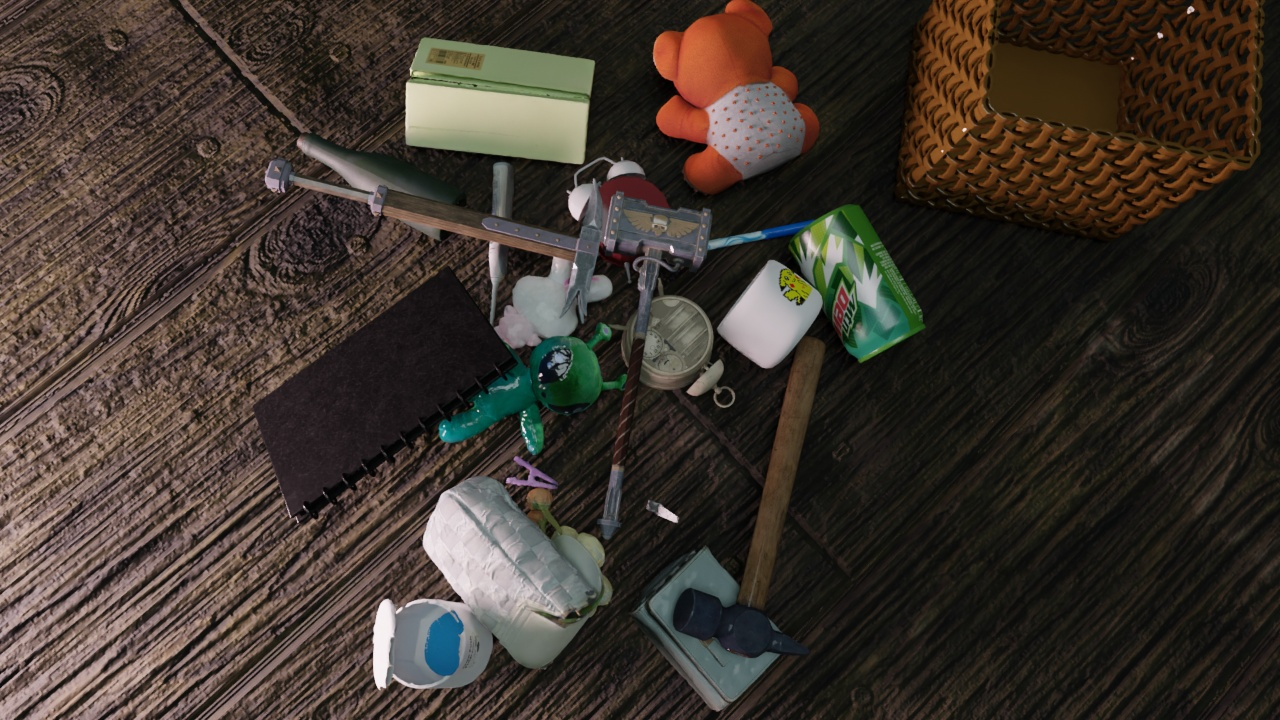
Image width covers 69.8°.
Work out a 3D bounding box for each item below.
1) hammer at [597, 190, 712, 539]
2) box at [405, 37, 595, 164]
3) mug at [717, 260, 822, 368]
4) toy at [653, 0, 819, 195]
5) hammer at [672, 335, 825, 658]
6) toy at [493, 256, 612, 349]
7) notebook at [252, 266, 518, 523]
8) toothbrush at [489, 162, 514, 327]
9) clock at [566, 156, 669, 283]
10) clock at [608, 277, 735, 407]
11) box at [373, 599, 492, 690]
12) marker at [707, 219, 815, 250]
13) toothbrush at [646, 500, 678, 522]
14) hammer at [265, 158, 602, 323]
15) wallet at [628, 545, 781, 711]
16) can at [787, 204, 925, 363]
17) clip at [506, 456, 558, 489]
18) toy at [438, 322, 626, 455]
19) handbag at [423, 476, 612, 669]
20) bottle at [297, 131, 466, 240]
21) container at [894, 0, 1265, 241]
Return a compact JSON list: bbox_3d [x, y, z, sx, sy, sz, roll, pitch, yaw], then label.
[{"bbox_3d":[-0.005,0.004,0.857,0.098,0.044,0.321,10,77,-4],"label":"hammer"},{"bbox_3d":[-0.143,-0.272,0.944,0.188,0.061,0.133,8,77,-3],"label":"box"},{"bbox_3d":[0.133,-0.050,0.912,0.068,0.095,0.115,37,41,1],"label":"mug"},{"bbox_3d":[0.095,-0.274,0.953,0.163,0.093,0.172,-25,95,-7],"label":"toy"},{"bbox_3d":[0.133,0.121,0.882,0.129,0.040,0.321,23,68,-15],"label":"hammer"},{"bbox_3d":[-0.093,-0.056,0.916,0.076,0.037,0.125,45,81,0],"label":"toy"},{"bbox_3d":[-0.237,0.026,0.838,0.231,0.019,0.169,-37,48,-5],"label":"notebook"},{"bbox_3d":[-0.144,-0.110,0.929,0.024,0.022,0.185,12,76,-40],"label":"toothbrush"},{"bbox_3d":[-0.019,-0.150,0.936,0.087,0.044,0.124,-33,84,-10],"label":"clock"},{"bbox_3d":[0.041,-0.008,0.910,0.093,0.055,0.141,-43,84,-11],"label":"clock"},{"bbox_3d":[-0.187,0.245,0.791,0.092,0.160,0.081,8,73,7],"label":"box"},{"bbox_3d":[0.117,-0.129,0.961,0.141,0.013,0.013,-12,81,-7],"label":"marker"},{"bbox_3d":[0.023,0.135,0.816,0.010,0.181,0.010,17,83,-5],"label":"toothbrush"},{"bbox_3d":[-0.192,-0.142,0.869,0.316,0.028,0.146,13,71,-8],"label":"hammer"},{"bbox_3d":[0.065,0.252,0.868,0.100,0.054,0.131,-43,91,-10],"label":"wallet"},{"bbox_3d":[0.218,-0.077,0.924,0.083,0.083,0.144,-28,83,-10],"label":"can"},{"bbox_3d":[-0.107,0.109,0.896,0.050,0.014,0.045,-8,78,-3],"label":"clip"},{"bbox_3d":[-0.108,0.023,0.887,0.193,0.072,0.131,-17,120,-5],"label":"toy"},{"bbox_3d":[-0.108,0.177,0.835,0.171,0.113,0.123,43,45,14],"label":"handbag"},{"bbox_3d":[-0.262,-0.182,0.915,0.174,0.055,0.055,27,78,1],"label":"bottle"},{"bbox_3d":[0.419,-0.273,0.912,0.251,0.214,0.219,10,79,-3],"label":"container"}]
